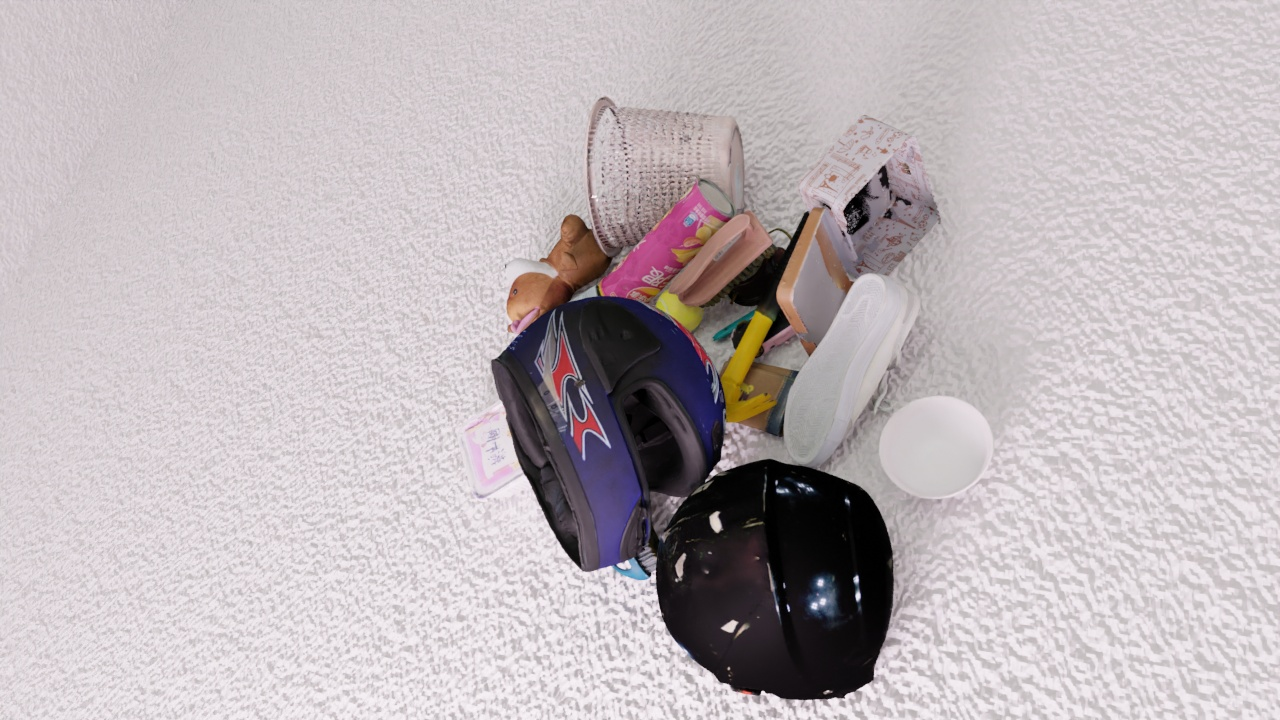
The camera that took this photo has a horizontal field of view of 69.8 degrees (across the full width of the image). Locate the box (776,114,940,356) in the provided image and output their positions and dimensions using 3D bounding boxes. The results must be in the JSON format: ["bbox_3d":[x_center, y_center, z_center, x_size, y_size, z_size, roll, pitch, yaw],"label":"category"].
[{"bbox_3d":[0.248,-0.138,1.113,0.260,0.178,0.105,-49,51,-5],"label":"box"}]

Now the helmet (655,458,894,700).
[{"bbox_3d":[0.125,0.221,0.950,0.276,0.230,0.233,-28,47,37],"label":"helmet"}]

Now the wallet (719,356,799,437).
[{"bbox_3d":[0.145,0.043,1.159,0.115,0.033,0.090,14,71,38],"label":"wallet"}]

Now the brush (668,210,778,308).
[{"bbox_3d":[0.101,-0.126,1.183,0.146,0.073,0.063,-42,53,20],"label":"brush"}]

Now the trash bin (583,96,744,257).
[{"bbox_3d":[0.043,-0.261,1.298,0.192,0.228,0.227,1,62,15],"label":"trash bin"}]

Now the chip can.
[{"bbox_3d":[0.034,-0.148,1.228,0.211,0.071,0.071,-44,46,31],"label":"chip can"}]

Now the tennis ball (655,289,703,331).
[{"bbox_3d":[0.053,-0.068,1.252,0.066,0.065,0.065,-14,56,22],"label":"tennis ball"}]

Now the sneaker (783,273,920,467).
[{"bbox_3d":[0.252,0.018,1.079,0.089,0.090,0.242,42,113,51],"label":"sneaker"}]

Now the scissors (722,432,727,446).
[{"bbox_3d":[0.023,0.108,1.187,0.168,0.014,0.156,-29,30,-16],"label":"scissors"}]

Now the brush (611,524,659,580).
[{"bbox_3d":[-0.024,0.211,1.135,0.073,0.055,0.143,-32,52,7],"label":"brush"}]

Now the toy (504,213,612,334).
[{"bbox_3d":[-0.136,-0.121,1.358,0.130,0.140,0.199,33,88,-2],"label":"toy"}]

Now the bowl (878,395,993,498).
[{"bbox_3d":[0.326,0.105,0.997,0.118,0.065,0.118,-14,56,22],"label":"bowl"}]

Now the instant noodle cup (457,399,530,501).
[{"bbox_3d":[-0.158,0.113,1.266,0.173,0.060,0.138,-32,52,10],"label":"instant noodle cup"}]

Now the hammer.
[{"bbox_3d":[0.158,-0.056,1.161,0.129,0.033,0.300,19,77,41],"label":"hammer"}]

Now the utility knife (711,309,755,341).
[{"bbox_3d":[0.159,-0.068,1.220,0.151,0.013,0.029,-32,12,9],"label":"utility knife"}]

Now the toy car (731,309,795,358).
[{"bbox_3d":[0.176,-0.046,1.190,0.122,0.037,0.056,-33,48,15],"label":"toy car"}]

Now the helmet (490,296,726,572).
[{"bbox_3d":[-0.018,0.067,1.054,0.240,0.248,0.315,-19,51,-15],"label":"helmet"}]

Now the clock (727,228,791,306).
[{"bbox_3d":[0.154,-0.129,1.238,0.122,0.055,0.082,-42,50,4],"label":"clock"}]

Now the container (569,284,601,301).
[{"bbox_3d":[-0.081,-0.032,1.292,0.112,0.090,0.090,-26,52,16],"label":"container"}]
